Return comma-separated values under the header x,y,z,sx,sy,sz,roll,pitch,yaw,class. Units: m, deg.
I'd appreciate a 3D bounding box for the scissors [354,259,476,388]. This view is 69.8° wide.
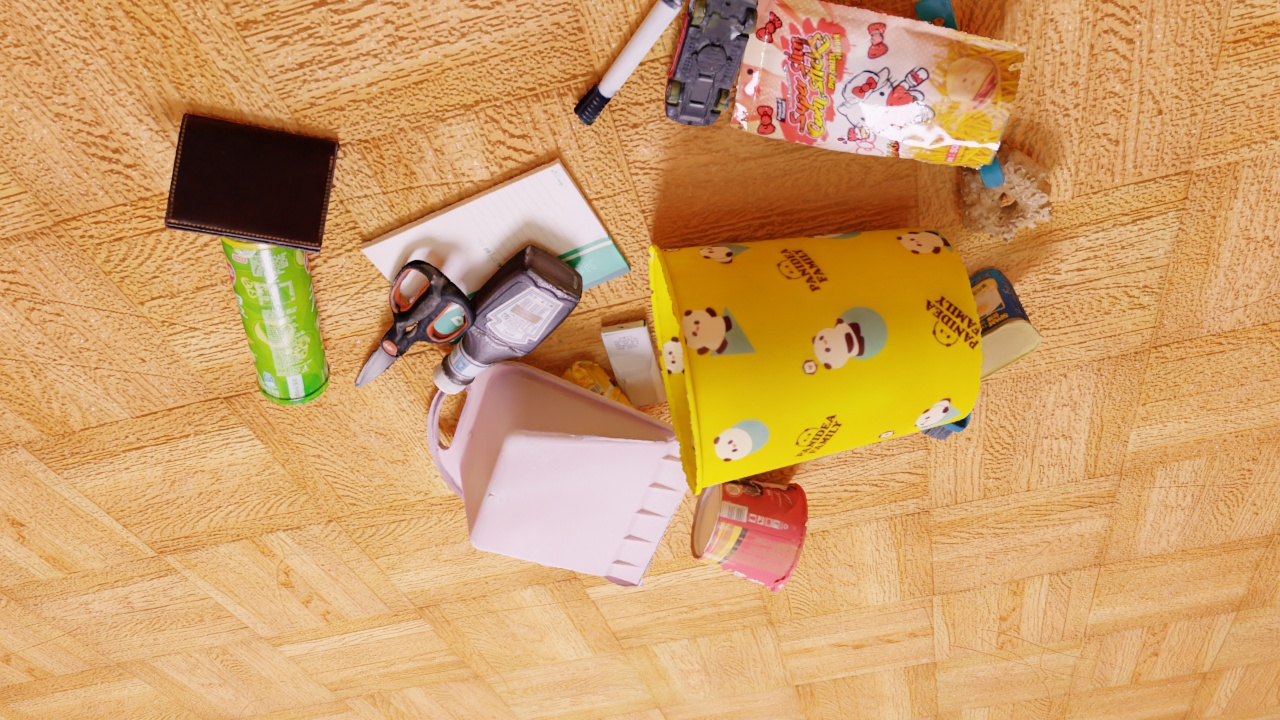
x,y,z,sx,sy,sz,roll,pitch,yaw,class
-0.230,-0.010,0.912,0.125,0.021,0.236,30,135,3,scissors

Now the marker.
x,y,z,sx,sy,sz,roll,pitch,yaw,class
-0.011,-0.237,0.722,0.022,0.018,0.131,9,139,-39,marker

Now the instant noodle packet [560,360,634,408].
x,y,z,sx,sy,sz,roll,pitch,yaw,class
-0.068,0.063,1.005,0.129,0.044,0.111,-35,104,27,instant noodle packet

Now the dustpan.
x,y,z,sx,sy,sz,roll,pitch,yaw,class
-0.092,0.109,1.005,0.273,0.138,0.223,14,120,-22,dustpan

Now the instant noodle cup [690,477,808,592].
x,y,z,sx,sy,sz,roll,pitch,yaw,class
0.130,0.204,1.136,0.108,0.137,0.138,17,134,-10,instant noodle cup

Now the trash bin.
x,y,z,sx,sy,sz,roll,pitch,yaw,class
0.151,-0.012,0.843,0.255,0.229,0.230,-10,137,-3,trash bin

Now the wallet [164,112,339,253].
x,y,z,sx,sy,sz,roll,pitch,yaw,class
-0.316,-0.144,0.750,0.122,0.096,0.020,9,175,-13,wallet

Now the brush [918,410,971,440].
x,y,z,sx,sy,sz,roll,pitch,yaw,class
0.318,0.040,1.024,0.143,0.055,0.074,26,131,-28,brush

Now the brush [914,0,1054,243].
x,y,z,sx,sy,sz,roll,pitch,yaw,class
0.286,-0.197,0.778,0.083,0.045,0.255,-17,132,27,brush

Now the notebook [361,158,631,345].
x,y,z,sx,sy,sz,roll,pitch,yaw,class
-0.133,-0.096,0.869,0.209,0.012,0.150,-20,136,16,notebook

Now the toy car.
x,y,z,sx,sy,sz,roll,pitch,yaw,class
0.051,-0.238,0.707,0.053,0.045,0.121,6,141,-14,toy car

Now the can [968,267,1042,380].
x,y,z,sx,sy,sz,roll,pitch,yaw,class
0.338,-0.033,0.926,0.102,0.083,0.057,-34,129,28,can

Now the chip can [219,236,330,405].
x,y,z,sx,sy,sz,roll,pitch,yaw,class
-0.337,-0.049,0.856,0.072,0.072,0.222,2,136,-8,chip can

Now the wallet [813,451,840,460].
x,y,z,sx,sy,sz,roll,pitch,yaw,class
0.226,0.072,1.078,0.115,0.020,0.101,-31,130,29,wallet

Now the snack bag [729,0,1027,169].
x,y,z,sx,sy,sz,roll,pitch,yaw,class
0.180,-0.214,0.720,0.208,0.073,0.129,13,137,6,snack bag

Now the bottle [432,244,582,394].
x,y,z,sx,sy,sz,roll,pitch,yaw,class
-0.139,-0.031,0.899,0.080,0.044,0.195,29,129,-28,bottle

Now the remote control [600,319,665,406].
x,y,z,sx,sy,sz,roll,pitch,yaw,class
-0.006,0.006,0.981,0.049,0.024,0.125,-11,136,6,remote control
